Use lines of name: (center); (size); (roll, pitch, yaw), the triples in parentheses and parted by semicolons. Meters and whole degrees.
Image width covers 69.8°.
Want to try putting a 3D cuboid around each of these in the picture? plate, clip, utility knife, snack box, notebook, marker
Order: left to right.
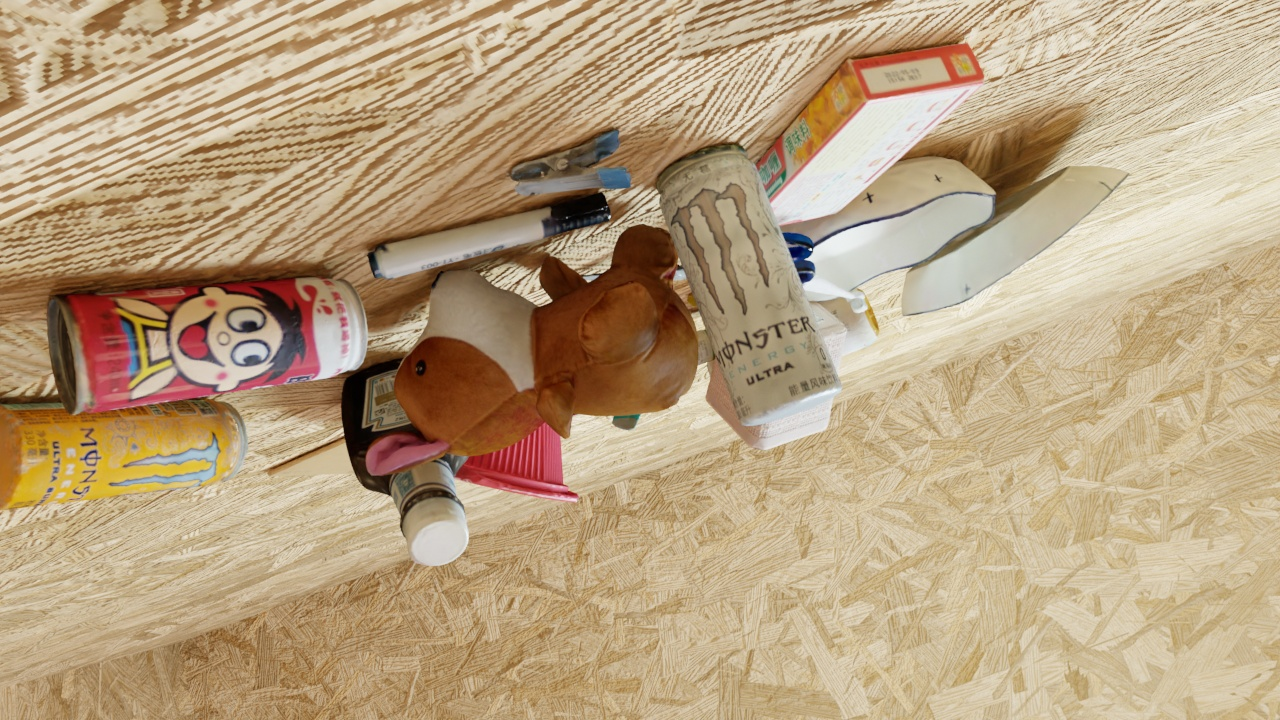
notebook: (-0.247, 0.078, 0.933); (0.212, 0.012, 0.149); (-23, 168, 17)
marker: (-0.078, -0.067, 0.483); (0.130, 0.018, 0.023); (-17, 161, -17)
clip: (-0.034, -0.091, 0.438); (0.058, 0.045, 0.027); (-14, 171, 2)
utility knife: (-0.002, 0.026, 0.883); (0.029, 0.013, 0.151); (-8, -152, 17)
snack box: (0.114, -0.120, 0.522); (0.077, 0.027, 0.156); (-15, 168, -22)
plate: (0.163, -0.093, 0.698); (0.205, 0.045, 0.205); (-18, 169, -4)
plate: (0.296, -0.102, 0.773); (0.162, 0.034, 0.265); (-38, 178, 2)

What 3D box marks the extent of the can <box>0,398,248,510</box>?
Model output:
can: (-0.316, 0.053, 0.553); (0.058, 0.058, 0.145); (-24, 168, 25)

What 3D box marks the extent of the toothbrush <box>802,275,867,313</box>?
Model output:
toothbrush: (0.151, -0.052, 0.716); (0.016, 0.016, 0.179); (-26, 167, 23)

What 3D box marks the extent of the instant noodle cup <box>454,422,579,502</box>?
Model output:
instant noodle cup: (-0.138, 0.065, 0.758); (0.194, 0.066, 0.194); (14, 174, 1)

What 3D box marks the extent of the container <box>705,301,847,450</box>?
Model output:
container: (0.121, 0.003, 0.813); (0.090, 0.090, 0.111); (-15, 132, -26)

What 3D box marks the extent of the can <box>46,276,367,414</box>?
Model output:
can: (-0.204, -0.010, 0.443); (0.132, 0.053, 0.053); (-10, 166, -41)

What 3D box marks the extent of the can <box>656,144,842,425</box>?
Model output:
can: (0.058, -0.040, 0.502); (0.058, 0.146, 0.058); (-19, 170, -4)

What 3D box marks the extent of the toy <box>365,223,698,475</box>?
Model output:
toy: (-0.069, -0.005, 0.544); (0.200, 0.130, 0.139); (-23, -158, 23)

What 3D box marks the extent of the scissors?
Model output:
scissors: (0.031, -0.063, 0.603); (0.173, 0.012, 0.125); (4, 161, -14)

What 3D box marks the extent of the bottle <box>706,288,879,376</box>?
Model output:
bottle: (0.164, -0.018, 1.013); (0.190, 0.068, 0.068); (-23, 169, 21)

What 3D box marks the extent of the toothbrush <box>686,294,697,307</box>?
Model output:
toothbrush: (0.083, -0.045, 0.870); (0.016, 0.016, 0.190); (-20, 170, 20)

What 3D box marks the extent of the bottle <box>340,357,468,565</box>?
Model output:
bottle: (-0.151, 0.061, 0.606); (0.079, 0.044, 0.195); (-17, -148, -15)

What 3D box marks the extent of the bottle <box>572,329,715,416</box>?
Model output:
bottle: (-0.005, 0.005, 0.844); (0.206, 0.059, 0.060); (-16, 169, -10)
